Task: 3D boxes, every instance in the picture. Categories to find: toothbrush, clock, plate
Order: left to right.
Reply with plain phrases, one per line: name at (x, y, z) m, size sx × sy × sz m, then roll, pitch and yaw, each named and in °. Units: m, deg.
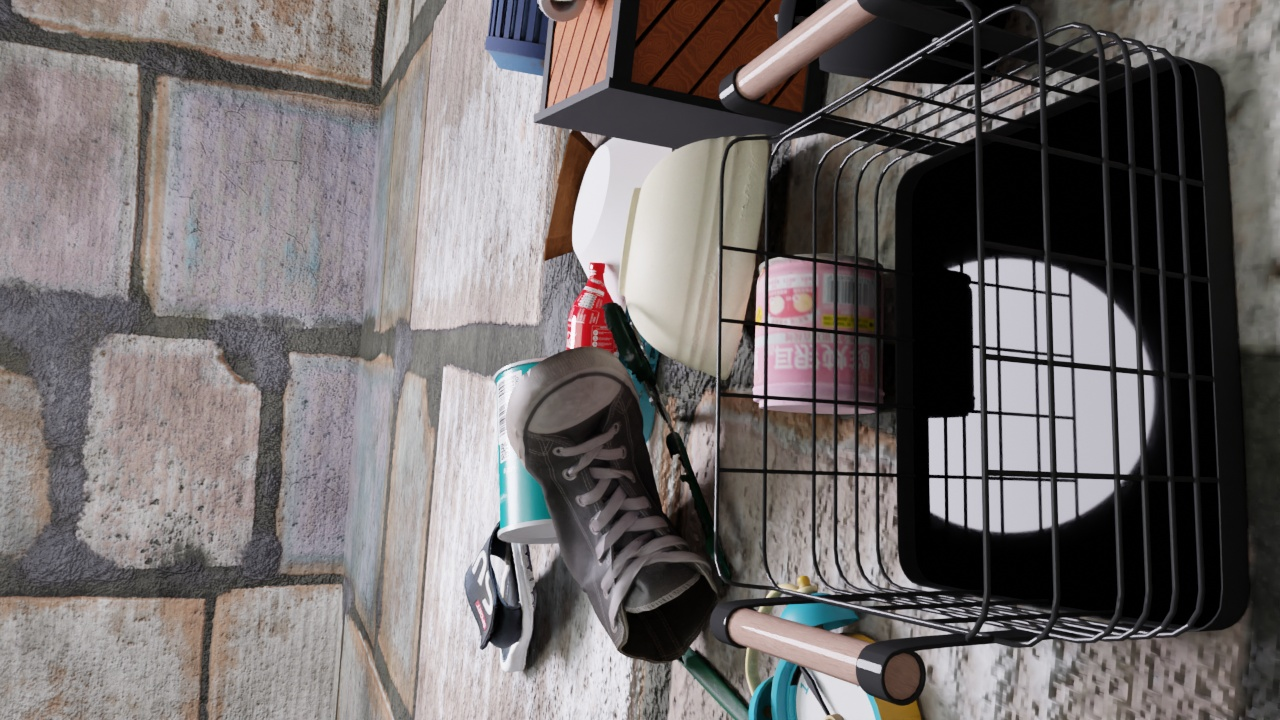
plate at (-0.066, -0.157, 0.880) m, size 0.131 × 0.025 × 0.131 m, roll -170°, pitch 93°, yaw -86°
plate at (-0.026, -0.132, 0.780) m, size 0.174 × 0.036 × 0.174 m, roll -169°, pitch 91°, yaw -71°
toothbrush at (0.065, 0.226, 0.566) m, size 0.190 × 0.017 × 0.016 m, roll -156°, pitch 72°, yaw -65°
clock at (0.096, 0.177, 0.477) m, size 0.129 × 0.043 × 0.099 m, roll 44°, pitch 126°, yaw 52°
clock at (0.117, -0.157, 0.428) m, size 0.121 × 0.091 × 0.043 m, roll 32°, pitch 126°, yaw 49°

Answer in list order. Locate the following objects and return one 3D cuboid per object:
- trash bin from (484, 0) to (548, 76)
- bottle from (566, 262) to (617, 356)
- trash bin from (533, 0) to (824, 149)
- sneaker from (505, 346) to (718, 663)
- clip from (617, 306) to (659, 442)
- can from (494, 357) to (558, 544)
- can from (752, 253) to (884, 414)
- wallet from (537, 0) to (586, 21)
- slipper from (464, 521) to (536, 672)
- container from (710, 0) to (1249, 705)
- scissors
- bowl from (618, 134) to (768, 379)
trash bin at (-0.061, -0.380, 0.815) m, size 0.139 × 0.139 × 0.250 m, roll -138°, pitch 54°, yaw -61°
bottle at (-0.040, -0.009, 0.748) m, size 0.042 × 0.042 × 0.141 m, roll -163°, pitch 76°, yaw -66°
trash bin at (0.028, -0.234, 0.579) m, size 0.140 × 0.139 × 0.172 m, roll -165°, pitch 81°, yaw -66°
sneaker at (-0.016, 0.098, 0.602) m, size 0.120 × 0.095 × 0.235 m, roll 49°, pitch 154°, yaw 44°
clip at (-0.011, 0.003, 0.770) m, size 0.120 × 0.030 × 0.130 m, roll 178°, pitch 96°, yaw -71°
can at (-0.078, 0.082, 0.812) m, size 0.099 × 0.099 × 0.143 m, roll 139°, pitch 131°, yaw -58°
can at (0.094, -0.012, 0.481) m, size 0.067 × 0.067 × 0.076 m, roll 168°, pitch 106°, yaw -65°
wallet at (-0.039, -0.258, 0.515) m, size 0.115 × 0.037 × 0.119 m, roll -111°, pitch 31°, yaw -45°
slipper at (-0.143, 0.238, 0.924) m, size 0.264 × 0.063 × 0.111 m, roll 101°, pitch 162°, yaw -53°
container at (0.112, -0.006, 0.361) m, size 0.163 × 0.130 × 0.241 m, roll 166°, pitch 107°, yaw -65°
scissors at (0.014, 0.038, 0.601) m, size 0.206 × 0.015 × 0.201 m, roll 61°, pitch -173°, yaw -59°
bowl at (0.028, -0.067, 0.562) m, size 0.151 × 0.075 × 0.150 m, roll 31°, pitch -113°, yaw -90°
